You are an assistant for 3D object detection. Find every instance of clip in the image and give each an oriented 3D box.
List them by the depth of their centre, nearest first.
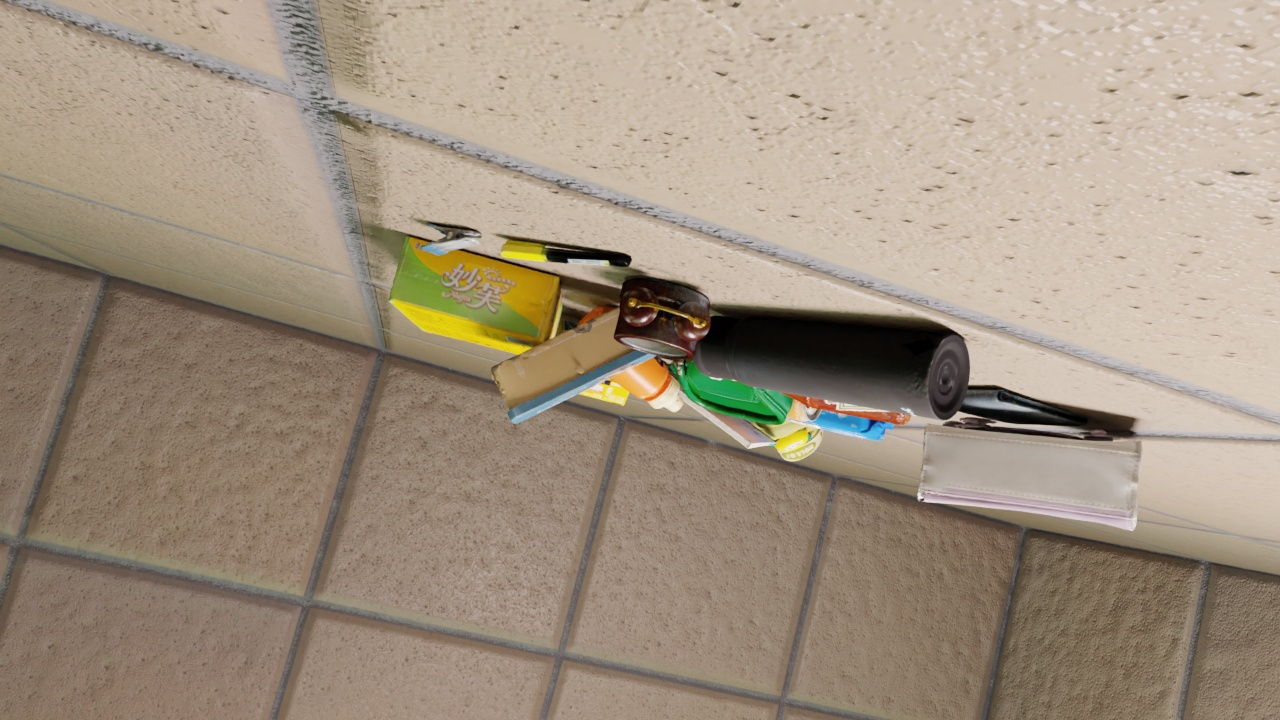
[{"bbox_3d":[-0.163,-0.107,0.801,0.058,0.045,0.027,4,168,32],"label":"clip"}]

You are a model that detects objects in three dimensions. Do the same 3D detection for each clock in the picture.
[{"bbox_3d":[0.019,-0.038,0.811,0.082,0.055,0.122,15,172,-5],"label":"clock"}]

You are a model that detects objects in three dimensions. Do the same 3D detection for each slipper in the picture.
[{"bbox_3d":[0.227,0.099,1.315,0.092,0.081,0.190,-23,167,18],"label":"slipper"}]

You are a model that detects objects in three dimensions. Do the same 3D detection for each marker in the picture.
[{"bbox_3d":[-0.062,-0.088,0.761,0.124,0.015,0.018,8,172,26],"label":"marker"}]

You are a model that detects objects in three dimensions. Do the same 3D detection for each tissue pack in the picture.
[{"bbox_3d":[0.245,0.062,1.165,0.157,0.052,0.095,12,175,20],"label":"tissue pack"}]

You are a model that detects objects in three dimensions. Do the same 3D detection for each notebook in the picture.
[{"bbox_3d":[0.080,0.050,1.208,0.209,0.012,0.150,36,-172,20],"label":"notebook"}]

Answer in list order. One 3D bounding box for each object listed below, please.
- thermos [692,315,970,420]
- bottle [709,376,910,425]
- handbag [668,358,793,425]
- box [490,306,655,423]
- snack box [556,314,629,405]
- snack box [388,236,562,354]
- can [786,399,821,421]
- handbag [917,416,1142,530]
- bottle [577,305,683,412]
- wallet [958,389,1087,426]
[{"bbox_3d":[0.161,-0.002,0.795,0.089,0.068,0.243,-2,-171,-43],"label":"thermos"},{"bbox_3d":[0.170,0.020,0.923,0.206,0.059,0.059,10,172,19],"label":"bottle"},{"bbox_3d":[0.107,0.021,1.045,0.131,0.068,0.120,11,167,35],"label":"handbag"},{"bbox_3d":[-0.067,0.004,0.905,0.184,0.059,0.090,-28,176,-5],"label":"box"},{"bbox_3d":[-0.060,-0.003,1.090,0.087,0.034,0.140,15,-152,-14],"label":"snack box"},{"bbox_3d":[-0.167,-0.059,0.981,0.157,0.070,0.210,15,174,-2],"label":"snack box"},{"bbox_3d":[0.148,0.035,1.125,0.146,0.058,0.058,10,172,35],"label":"can"},{"bbox_3d":[0.398,0.113,0.939,0.197,0.098,0.145,5,171,25],"label":"handbag"},{"bbox_3d":[-0.006,0.006,1.009,0.149,0.066,0.067,43,161,-24],"label":"bottle"},{"bbox_3d":[0.374,0.049,0.932,0.120,0.019,0.097,15,174,-20],"label":"wallet"}]
